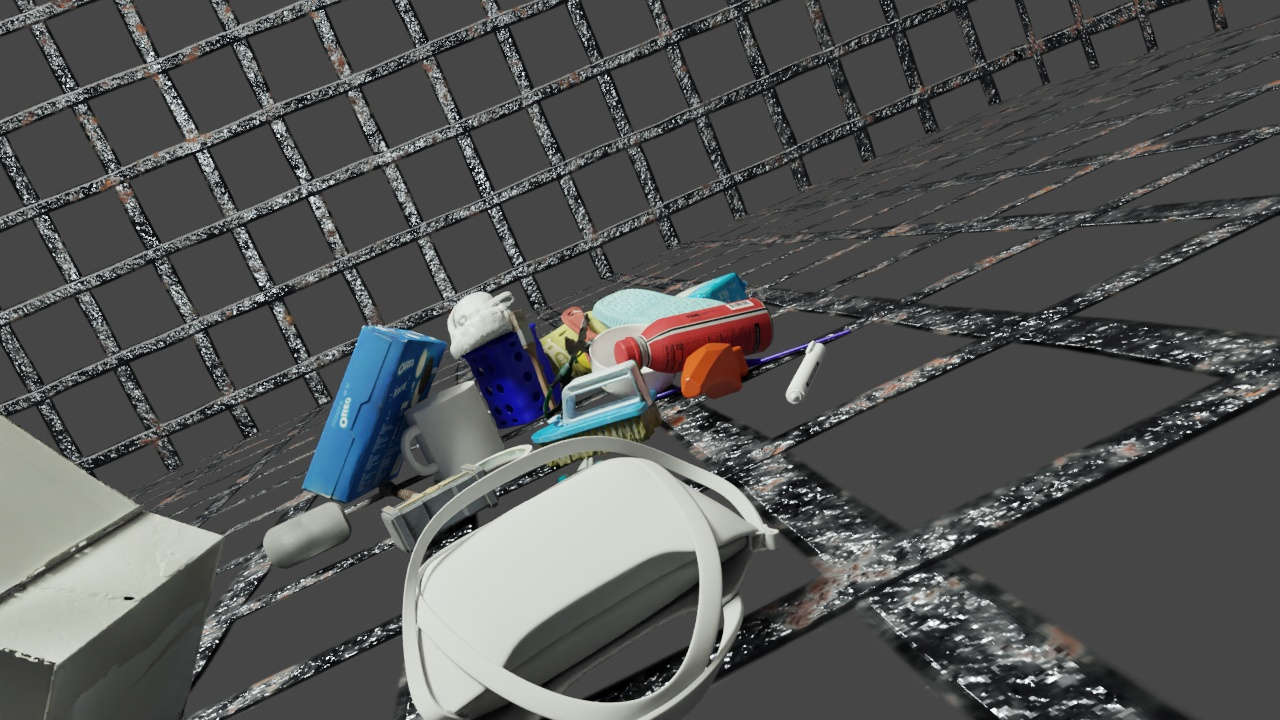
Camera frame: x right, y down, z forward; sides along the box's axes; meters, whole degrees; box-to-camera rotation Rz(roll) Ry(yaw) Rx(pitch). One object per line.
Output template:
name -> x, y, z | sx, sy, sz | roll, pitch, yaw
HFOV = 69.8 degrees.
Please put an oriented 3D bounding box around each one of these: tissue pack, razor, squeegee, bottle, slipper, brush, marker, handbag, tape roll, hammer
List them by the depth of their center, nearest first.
handbag -> -0.020, 0.117, 0.476 | 0.215, 0.095, 0.223 | -29, 16, -16
marker -> 0.152, 0.010, 0.840 | 0.017, 0.020, 0.133 | -30, 6, 26
squeegee -> 0.074, 0.010, 0.910 | 0.250, 0.055, 0.184 | -20, 2, 21
brush -> -0.052, 0.055, 0.914 | 0.136, 0.075, 0.055 | -19, 10, 23
hammer -> -0.247, 0.147, 0.989 | 0.098, 0.044, 0.323 | -28, 8, -24
tape roll -> -0.158, 0.119, 0.999 | 0.093, 0.013, 0.093 | -23, 10, 4
bottle -> 0.057, -0.022, 1.006 | 0.176, 0.062, 0.062 | -13, 5, -22
razor -> -0.365, 0.190, 1.037 | 0.088, 0.047, 0.116 | -25, 2, -7
brush -> -0.133, 0.004, 1.172 | 0.008, 0.143, 0.045 | -20, 2, 10
slipper -> 0.035, -0.040, 1.200 | 0.115, 0.069, 0.276 | -31, 28, -27
slipper -> -0.217, -0.053, 1.239 | 0.112, 0.074, 0.247 | -40, 14, -5
brush -> -0.064, -0.021, 1.254 | 0.041, 0.030, 0.172 | -32, 42, -7
tissue pack -> 0.087, -0.072, 1.308 | 0.093, 0.062, 0.144 | -18, 10, 36
slipper -> -0.103, -0.006, 1.325 | 0.191, 0.091, 0.081 | -22, 12, 27

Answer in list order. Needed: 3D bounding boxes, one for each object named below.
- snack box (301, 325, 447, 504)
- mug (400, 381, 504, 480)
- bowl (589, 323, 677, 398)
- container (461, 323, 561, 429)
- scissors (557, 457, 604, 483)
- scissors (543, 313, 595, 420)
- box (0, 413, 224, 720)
snack box -> -0.314, 0.059, 1.114 | 0.056, 0.195, 0.239 | 21, 0, -1
mug -> -0.233, 0.090, 1.098 | 0.091, 0.090, 0.121 | -14, 14, 44
bowl -> -0.006, 0.006, 1.064 | 0.105, 0.054, 0.104 | 0, 36, 0
container -> -0.169, 0.023, 1.237 | 0.085, 0.113, 0.084 | -14, 14, 44
scissors -> -0.058, 0.109, 0.807 | 0.138, 0.019, 0.129 | -29, 11, -40
scissors -> -0.059, -0.014, 1.106 | 0.154, 0.015, 0.210 | -38, -17, -31
box -> -0.380, 0.038, 0.508 | 0.149, 0.506, 0.166 | -18, 10, 6
